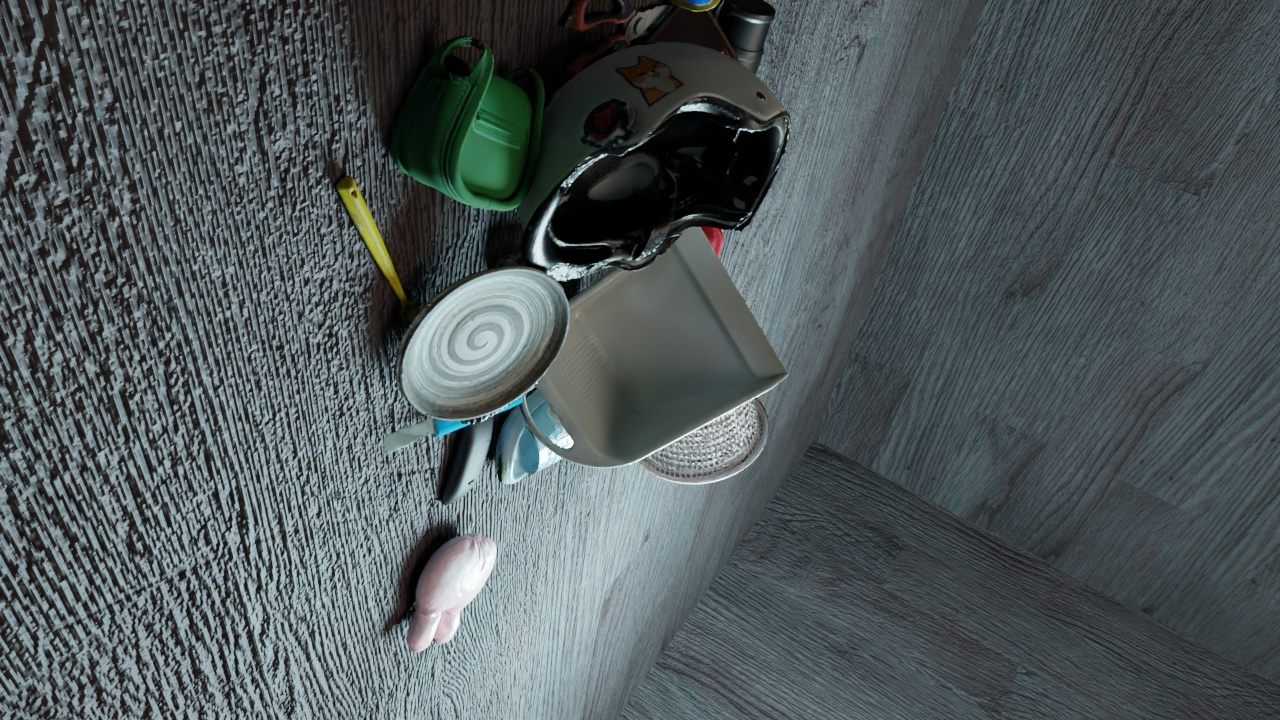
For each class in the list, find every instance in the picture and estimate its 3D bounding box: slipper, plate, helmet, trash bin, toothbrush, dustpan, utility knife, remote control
[{"bbox_3d":[-0.099,0.075,1.162,0.244,0.074,0.104,-46,157,-42],"label":"slipper"},{"bbox_3d":[-0.149,-0.018,0.861,0.179,0.024,0.180,-27,142,-23],"label":"plate"},{"bbox_3d":[-0.004,-0.201,0.862,0.274,0.156,0.230,-22,160,-3],"label":"helmet"},{"bbox_3d":[0.079,0.045,1.411,0.226,0.228,0.192,-49,145,-33],"label":"trash bin"},{"bbox_3d":[-0.206,-0.081,0.745,0.015,0.016,0.190,-51,159,-22],"label":"toothbrush"},{"bbox_3d":[-0.006,0.006,1.058,0.258,0.223,0.142,-25,-165,32],"label":"dustpan"},{"bbox_3d":[-0.195,0.059,0.960,0.215,0.018,0.034,-26,102,-58],"label":"utility knife"},{"bbox_3d":[-0.192,0.110,1.040,0.053,0.024,0.137,-28,142,-60],"label":"remote control"}]

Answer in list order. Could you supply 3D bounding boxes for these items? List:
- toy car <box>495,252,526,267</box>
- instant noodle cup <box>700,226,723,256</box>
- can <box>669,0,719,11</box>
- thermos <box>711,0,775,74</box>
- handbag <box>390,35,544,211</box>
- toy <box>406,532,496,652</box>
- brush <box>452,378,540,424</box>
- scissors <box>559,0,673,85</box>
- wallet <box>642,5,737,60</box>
[{"bbox_3d":[-0.114,-0.093,0.941,0.090,0.035,0.042,-27,142,-60],"label":"toy car"},{"bbox_3d":[0.057,-0.165,1.191,0.123,0.116,0.116,-58,164,-49],"label":"instant noodle cup"},{"bbox_3d":[0.067,-0.420,0.924,0.102,0.057,0.083,-55,158,-19],"label":"can"},{"bbox_3d":[0.087,-0.314,1.097,0.068,0.090,0.243,-4,134,-27],"label":"thermos"},{"bbox_3d":[-0.127,-0.185,0.725,0.120,0.068,0.131,-67,161,12],"label":"handbag"},{"bbox_3d":[-0.235,0.281,1.124,0.121,0.054,0.159,10,107,-63],"label":"toy"},{"bbox_3d":[-0.149,0.011,0.964,0.143,0.055,0.074,-35,149,-53],"label":"brush"},{"bbox_3d":[-0.017,-0.320,0.911,0.204,0.015,0.202,-60,161,-8],"label":"scissors"},{"bbox_3d":[0.047,-0.315,0.966,0.096,0.020,0.122,48,64,-30],"label":"wallet"}]
